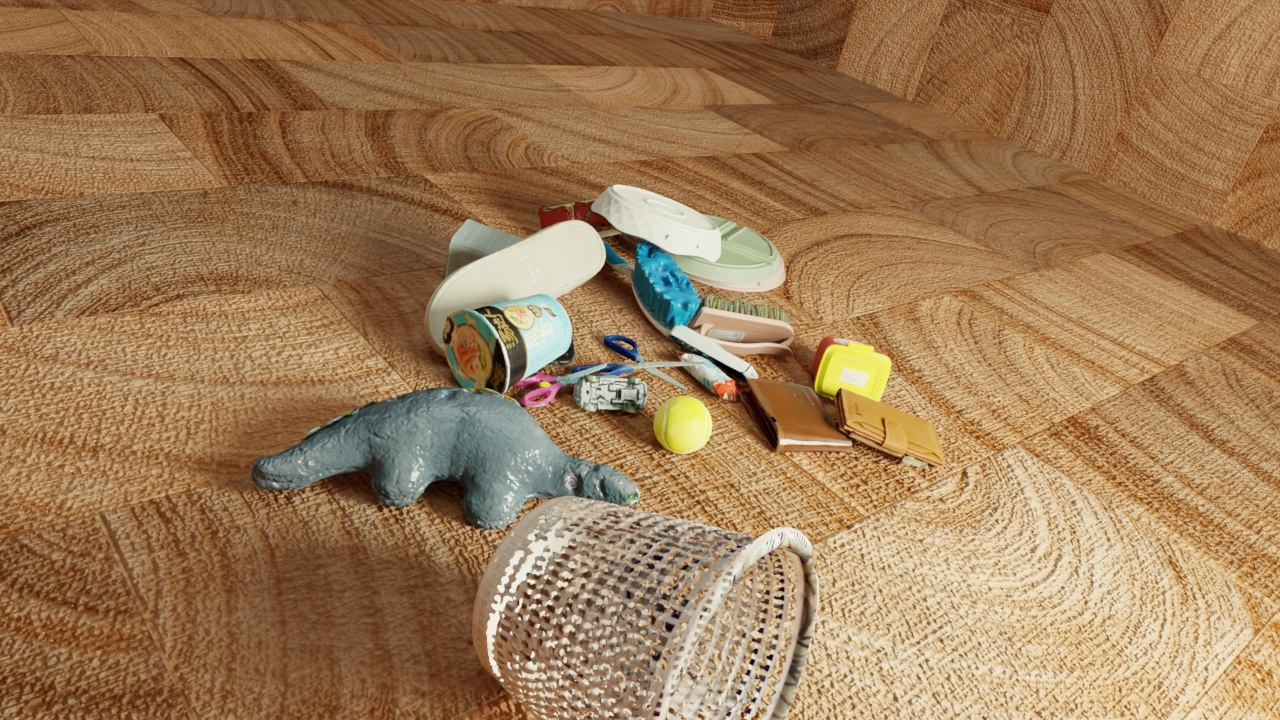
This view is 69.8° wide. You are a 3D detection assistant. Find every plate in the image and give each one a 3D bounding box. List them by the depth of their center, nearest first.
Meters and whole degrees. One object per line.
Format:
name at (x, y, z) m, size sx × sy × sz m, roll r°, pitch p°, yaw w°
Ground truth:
plate at (0.030, -0.209, 1.368) m, size 0.205 × 0.046 × 0.204 m, roll 21°, pitch 19°, yaw -7°
plate at (0.118, -0.187, 1.487) m, size 0.230 × 0.028 × 0.229 m, roll 9°, pitch 29°, yaw -5°
plate at (0.135, -0.180, 1.537) m, size 0.229 × 0.028 × 0.229 m, roll 10°, pitch 30°, yaw -6°

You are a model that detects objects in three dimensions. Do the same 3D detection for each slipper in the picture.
slipper at (-0.157, -0.091, 1.156) m, size 0.273 × 0.055 × 0.114 m, roll -38°, pitch 97°, yaw -29°

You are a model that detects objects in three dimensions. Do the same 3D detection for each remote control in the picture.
remote control at (-0.113, -0.027, 1.174) m, size 0.053 × 0.024 × 0.136 m, roll 4°, pitch 32°, yaw -14°
remote control at (0.096, -0.009, 1.210) m, size 0.125 × 0.024 × 0.049 m, roll 30°, pitch -6°, yaw 26°

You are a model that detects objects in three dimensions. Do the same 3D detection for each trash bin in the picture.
trash bin at (-0.006, 0.198, 0.667) m, size 0.192 × 0.228 × 0.226 m, roll 18°, pitch 27°, yaw 33°

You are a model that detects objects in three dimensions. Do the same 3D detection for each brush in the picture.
brush at (0.145, -0.042, 1.278) m, size 0.145 × 0.063 × 0.073 m, roll 9°, pitch 59°, yaw -12°
brush at (-0.005, -0.133, 1.351) m, size 0.060 × 0.110 × 0.314 m, roll -11°, pitch 45°, yaw -23°

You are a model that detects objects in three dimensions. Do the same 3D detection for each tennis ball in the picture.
tennis ball at (0.047, 0.072, 1.028) m, size 0.065 × 0.066 × 0.065 m, roll 10°, pitch 30°, yaw -6°

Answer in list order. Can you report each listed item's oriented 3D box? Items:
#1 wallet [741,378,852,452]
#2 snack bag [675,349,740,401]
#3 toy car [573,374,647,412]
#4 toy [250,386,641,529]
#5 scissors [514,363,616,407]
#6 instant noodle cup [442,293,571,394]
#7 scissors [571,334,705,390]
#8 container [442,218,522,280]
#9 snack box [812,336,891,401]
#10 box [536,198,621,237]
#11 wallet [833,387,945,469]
wallet at (0.191, 0.070, 1.128) m, size 0.101 × 0.032 × 0.124 m, roll 5°, pitch 33°, yaw -21°
snack bag at (0.086, 0.018, 1.176) m, size 0.048 × 0.026 × 0.104 m, roll 11°, pitch 22°, yaw -46°
toy car at (-0.036, 0.039, 1.078) m, size 0.090 × 0.043 × 0.034 m, roll 3°, pitch 4°, yaw -24°
toy at (-0.176, 0.088, 0.886) m, size 0.356 × 0.092 × 0.137 m, roll 7°, pitch 42°, yaw -7°
scissors at (-0.097, 0.020, 1.098) m, size 0.137 × 0.017 × 0.093 m, roll -23°, pitch 39°, yaw -36°
instant noodle cup at (-0.147, -0.026, 1.058) m, size 0.111 × 0.111 × 0.120 m, roll 32°, pitch 39°, yaw 29°
scissors at (-0.007, 0.005, 1.154) m, size 0.162 × 0.012 × 0.176 m, roll -13°, pitch 30°, yaw -27°
container at (-0.199, -0.125, 1.246) m, size 0.111 × 0.090 × 0.089 m, roll 16°, pitch 30°, yaw -1°
snack box at (0.277, 0.008, 1.222) m, size 0.091 × 0.082 × 0.080 m, roll 12°, pitch 20°, yaw -3°
box at (-0.077, -0.235, 1.466) m, size 0.091 × 0.077 × 0.167 m, roll 3°, pitch 16°, yaw 44°
wallet at (0.305, 0.084, 1.131) m, size 0.132 × 0.031 × 0.107 m, roll 21°, pitch 24°, yaw -1°
